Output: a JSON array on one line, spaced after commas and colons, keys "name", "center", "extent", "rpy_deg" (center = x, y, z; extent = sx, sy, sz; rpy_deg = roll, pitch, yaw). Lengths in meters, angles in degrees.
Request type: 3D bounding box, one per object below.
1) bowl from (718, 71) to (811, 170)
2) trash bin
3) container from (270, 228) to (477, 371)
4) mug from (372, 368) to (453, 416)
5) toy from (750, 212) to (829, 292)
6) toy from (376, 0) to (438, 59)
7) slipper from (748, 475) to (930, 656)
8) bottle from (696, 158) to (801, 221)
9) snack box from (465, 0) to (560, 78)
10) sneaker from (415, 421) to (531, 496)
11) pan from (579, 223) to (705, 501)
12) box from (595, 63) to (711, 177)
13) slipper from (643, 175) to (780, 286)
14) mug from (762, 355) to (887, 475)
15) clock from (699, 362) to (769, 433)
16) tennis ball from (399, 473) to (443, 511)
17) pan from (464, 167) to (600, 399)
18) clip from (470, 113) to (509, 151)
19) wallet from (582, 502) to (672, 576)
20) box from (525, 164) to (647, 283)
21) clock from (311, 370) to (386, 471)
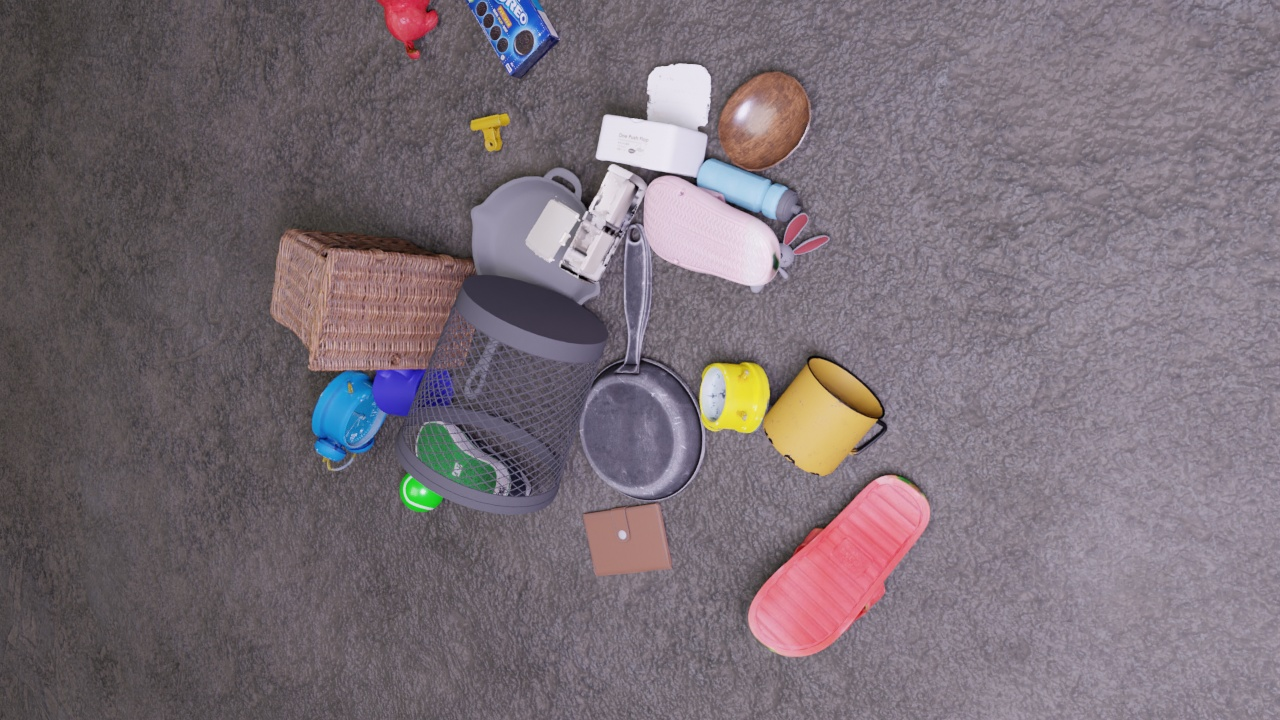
[{"name": "bowl", "center": [0.146, -0.272, 1.051], "extent": [0.114, 0.026, 0.102], "rpy_deg": [-37, 76, 28]}, {"name": "trash bin", "center": [-0.168, 0.036, 1.151], "extent": [0.218, 0.217, 0.228], "rpy_deg": [32, 110, 25]}, {"name": "container", "center": [-0.374, -0.091, 1.269], "extent": [0.183, 0.249, 0.162], "rpy_deg": [24, 106, 37]}, {"name": "mug", "center": [-0.338, 0.034, 1.327], "extent": [0.084, 0.111, 0.079], "rpy_deg": [5, 58, 31]}, {"name": "toy", "center": [0.162, -0.121, 1.052], "extent": [0.049, 0.030, 0.112], "rpy_deg": [43, 120, -10]}, {"name": "toy", "center": [-0.345, -0.491, 1.294], "extent": [0.088, 0.093, 0.133], "rpy_deg": [-5, 93, 32]}, {"name": "slipper", "center": [0.226, 0.232, 1.029], "extent": [0.249, 0.059, 0.103], "rpy_deg": [-48, 71, 9]}, {"name": "bottle", "center": [0.128, -0.195, 1.061], "extent": [0.130, 0.040, 0.040], "rpy_deg": [28, 108, 27]}, {"name": "snack box", "center": [-0.174, -0.463, 1.230], "extent": [0.082, 0.027, 0.150], "rpy_deg": [-38, 75, 28]}, {"name": "sneaker", "center": [-0.239, 0.150, 1.304], "extent": [0.235, 0.079, 0.084], "rpy_deg": [24, 94, 45]}, {"name": "pan", "center": [-0.007, 0.007, 1.162], "extent": [0.188, 0.055, 0.357], "rpy_deg": [2, 99, 33]}, {"name": "box", "center": [0.028, -0.292, 1.087], "extent": [0.109, 0.120, 0.136], "rpy_deg": [20, 105, 28]}, {"name": "slipper", "center": [0.079, -0.153, 1.069], "extent": [0.222, 0.055, 0.107], "rpy_deg": [30, 133, 41]}, {"name": "mug", "center": [0.208, 0.068, 1.009], "extent": [0.123, 0.100, 0.094], "rpy_deg": [27, 116, -16]}, {"name": "clock", "center": [0.104, 0.043, 1.078], "extent": [0.119, 0.057, 0.083], "rpy_deg": [171, 102, -67]}, {"name": "tennis ball", "center": [-0.322, 0.191, 1.354], "extent": [0.065, 0.065, 0.065], "rpy_deg": [3, 96, 31]}, {"name": "pan", "center": [-0.164, -0.095, 1.247], "extent": [0.216, 0.024, 0.355], "rpy_deg": [34, 111, 15]}, {"name": "clip", "center": [-0.207, -0.315, 1.263], "extent": [0.054, 0.044, 0.049], "rpy_deg": [-2, 68, 30]}, {"name": "wallet", "center": [-0.019, 0.236, 1.203], "extent": [0.121, 0.013, 0.087], "rpy_deg": [-14, 87, 32]}, {"name": "box", "center": [-0.070, -0.174, 1.083], "extent": [0.070, 0.186, 0.143], "rpy_deg": [29, 95, 11]}, {"name": "clock", "center": [-0.441, 0.093, 1.394], "extent": [0.060, 0.116, 0.162], "rpy_deg": [25, 108, 15]}]
